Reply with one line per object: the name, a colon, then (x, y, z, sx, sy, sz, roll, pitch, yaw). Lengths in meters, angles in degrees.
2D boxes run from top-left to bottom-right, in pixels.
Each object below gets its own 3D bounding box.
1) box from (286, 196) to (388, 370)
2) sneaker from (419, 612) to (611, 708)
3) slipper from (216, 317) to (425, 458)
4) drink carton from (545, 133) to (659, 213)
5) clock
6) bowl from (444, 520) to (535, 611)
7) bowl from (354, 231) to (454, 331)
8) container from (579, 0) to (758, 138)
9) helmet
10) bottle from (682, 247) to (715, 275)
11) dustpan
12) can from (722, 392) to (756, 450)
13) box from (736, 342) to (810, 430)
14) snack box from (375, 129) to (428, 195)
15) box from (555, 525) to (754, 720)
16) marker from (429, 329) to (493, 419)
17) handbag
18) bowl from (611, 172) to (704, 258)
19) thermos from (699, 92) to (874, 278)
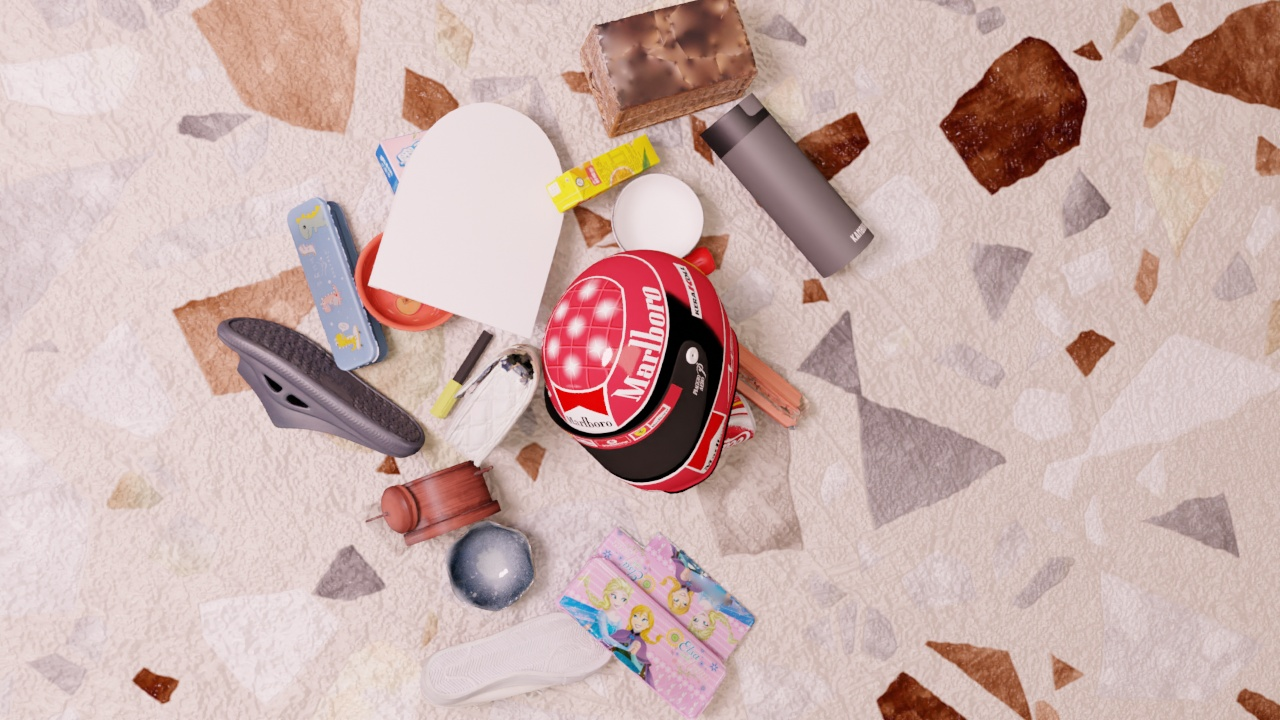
box: (-0.366, -0.091, 1.095, 0.068, 0.059, 0.210, -19, 88, -5)
sneaker: (-0.155, 0.376, 1.139, 0.241, 0.091, 0.089, -6, 62, -25)
slipper: (-0.386, 0.046, 1.091, 0.268, 0.110, 0.083, 36, 102, -12)
drink carton: (-0.046, -0.227, 1.108, 0.134, 0.059, 0.043, -34, 101, -34)
clock: (-0.248, 0.172, 1.095, 0.157, 0.121, 0.072, -19, 86, -14)
bowl: (-0.184, 0.249, 1.136, 0.110, 0.055, 0.110, 0, 91, -6)
bowl: (-0.278, -0.095, 1.112, 0.130, 0.045, 0.130, 3, 80, -17)
container: (0.034, -0.361, 1.116, 0.198, 0.113, 0.114, -19, 94, -7)
helmet: (-0.006, 0.006, 1.046, 0.198, 0.224, 0.270, 1, 77, 37)
bottle: (0.035, -0.105, 1.162, 0.119, 0.036, 0.036, -25, 94, -5)
dustpan: (-0.193, -0.174, 1.089, 0.191, 0.053, 0.257, 19, 77, -22)
can: (0.088, 0.086, 1.159, 0.104, 0.064, 0.064, -22, 94, -6)
box: (0.130, 0.028, 1.173, 0.188, 0.056, 0.064, 39, 123, -4)
snack box: (-0.245, -0.199, 1.100, 0.087, 0.033, 0.154, -24, 86, -33)
box: (0.027, 0.318, 1.157, 0.230, 0.035, 0.159, 42, 72, -5)
marker: (-0.221, 0.017, 1.143, 0.021, 0.017, 0.124, 29, 85, 38)
handbag: (-0.168, 0.040, 1.063, 0.072, 0.195, 0.139, 36, 89, -6)
bowl: (0.018, -0.172, 1.144, 0.113, 0.063, 0.113, 0, 92, -6)
thermos: (0.184, -0.220, 1.153, 0.082, 0.082, 0.240, -43, 96, -4)
